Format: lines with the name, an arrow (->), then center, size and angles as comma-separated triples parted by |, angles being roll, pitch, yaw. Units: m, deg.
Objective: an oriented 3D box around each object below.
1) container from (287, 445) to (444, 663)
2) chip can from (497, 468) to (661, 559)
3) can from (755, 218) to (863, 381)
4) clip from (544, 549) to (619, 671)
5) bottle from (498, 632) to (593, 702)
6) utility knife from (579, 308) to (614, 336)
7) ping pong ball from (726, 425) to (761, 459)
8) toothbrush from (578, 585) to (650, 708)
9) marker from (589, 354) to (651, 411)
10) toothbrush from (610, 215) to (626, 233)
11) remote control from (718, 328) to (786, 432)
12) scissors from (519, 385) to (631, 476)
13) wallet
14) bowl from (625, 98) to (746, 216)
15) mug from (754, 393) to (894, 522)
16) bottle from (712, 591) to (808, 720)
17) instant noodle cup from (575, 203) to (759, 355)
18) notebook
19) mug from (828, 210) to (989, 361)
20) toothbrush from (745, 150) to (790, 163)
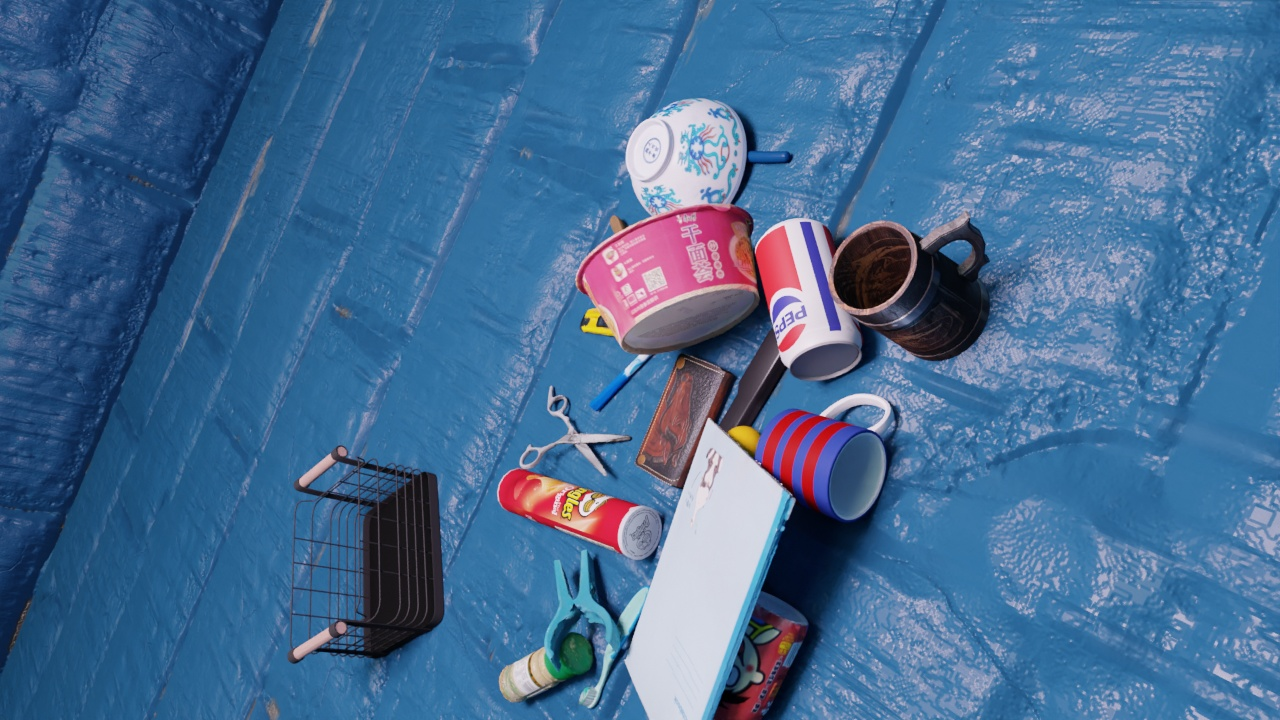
container -> -0.353, 0.248, 1.154 | 0.163, 0.130, 0.241 | -35, 51, 32
chip can -> -0.070, 0.155, 0.954 | 0.215, 0.051, 0.051 | 8, 79, 48
can -> 0.146, -0.054, 0.800 | 0.070, 0.070, 0.132 | -32, 53, 34
clip -> -0.043, 0.239, 0.890 | 0.121, 0.031, 0.129 | -9, 39, 24
bottle -> -0.096, 0.311, 0.924 | 0.111, 0.043, 0.043 | -36, 50, 33
utility knife -> -0.019, -0.041, 1.005 | 0.165, 0.017, 0.030 | 9, 85, 50
ping pong ball -> 0.092, 0.079, 0.823 | 0.040, 0.040, 0.040 | -21, 59, 40
toothbrush -> -0.024, 0.275, 0.881 | 0.022, 0.017, 0.135 | 35, 100, 56
marker -> -0.006, 0.006, 0.979 | 0.142, 0.013, 0.013 | -45, 46, 24
toothbrush -> -0.003, -0.104, 1.023 | 0.016, 0.016, 0.166 | -44, 48, 26
remote control -> 0.099, 0.036, 0.853 | 0.032, 0.015, 0.136 | 40, 103, 47
scissors -> -0.073, 0.075, 1.012 | 0.142, 0.014, 0.161 | -22, 43, 20
wallet -> 0.042, 0.058, 0.901 | 0.072, 0.019, 0.123 | 24, 91, 53
bowl -> 0.033, -0.213, 0.965 | 0.144, 0.074, 0.144 | -10, 77, 47
mug -> 0.156, 0.070, 0.745 | 0.076, 0.075, 0.111 | 16, 60, 49
bottle -> 0.080, 0.259, 0.744 | 0.062, 0.062, 0.137 | 29, 94, 49
instant noodle cup -> 0.035, -0.067, 0.862 | 0.179, 0.178, 0.077 | -32, 69, 34
notebook -> 0.048, 0.193, 0.769 | 0.181, 0.009, 0.253 | -137, 63, -68
mug -> 0.219, -0.062, 0.698 | 0.116, 0.107, 0.080 | -34, 51, 32
toothbrush -> 0.092, -0.215, 0.968 | 0.168, 0.014, 0.014 | 16, 91, 48
